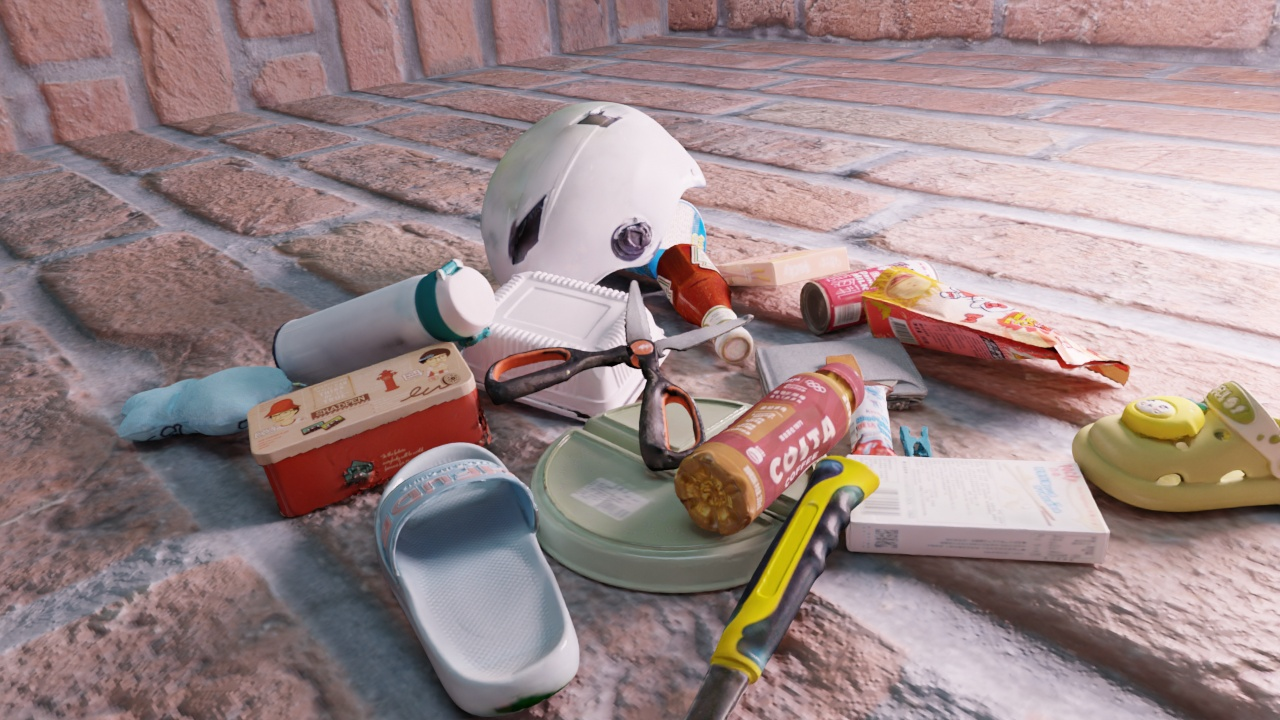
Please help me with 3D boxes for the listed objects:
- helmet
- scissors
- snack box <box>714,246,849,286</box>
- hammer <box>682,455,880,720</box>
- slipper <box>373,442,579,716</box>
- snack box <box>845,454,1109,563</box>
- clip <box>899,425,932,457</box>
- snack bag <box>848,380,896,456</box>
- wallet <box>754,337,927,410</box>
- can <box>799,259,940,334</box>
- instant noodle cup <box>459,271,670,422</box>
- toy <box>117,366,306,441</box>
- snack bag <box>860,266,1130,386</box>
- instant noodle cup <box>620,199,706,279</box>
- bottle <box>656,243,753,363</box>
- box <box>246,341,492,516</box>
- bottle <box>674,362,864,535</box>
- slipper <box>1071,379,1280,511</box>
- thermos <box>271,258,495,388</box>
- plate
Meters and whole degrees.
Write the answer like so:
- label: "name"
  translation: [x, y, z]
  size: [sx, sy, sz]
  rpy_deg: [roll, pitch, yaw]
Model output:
- label: "helmet"
  translation: [-0.075, -0.177, 0.973]
  size: [0.258, 0.146, 0.229]
  rpy_deg: [-47, 30, -14]
- label: "scissors"
  translation: [-0.006, 0.004, 0.720]
  size: [0.230, 0.022, 0.220]
  rpy_deg: [-17, 42, -15]
- label: "snack box"
  translation: [0.145, -0.098, 0.973]
  size: [0.084, 0.026, 0.157]
  rpy_deg: [-13, 7, -16]
- label: "hammer"
  translation: [0.054, 0.151, 0.491]
  size: [0.126, 0.032, 0.322]
  rpy_deg: [10, 34, 28]
- label: "slipper"
  translation: [-0.108, 0.115, 0.569]
  size: [0.104, 0.074, 0.245]
  rpy_deg: [-15, 29, -19]
- label: "snack box"
  translation: [0.216, 0.096, 0.612]
  size: [0.157, 0.027, 0.084]
  rpy_deg: [1, 26, 11]
- label: "clip"
  translation: [0.208, 0.066, 0.693]
  size: [0.046, 0.014, 0.056]
  rpy_deg: [1, 25, 7]
- label: "snack bag"
  translation: [0.175, 0.048, 0.704]
  size: [0.048, 0.026, 0.104]
  rpy_deg: [10, 44, 4]
- label: "wallet"
  translation: [0.169, 0.010, 0.789]
  size: [0.130, 0.037, 0.106]
  rpy_deg: [-4, 25, 1]
- label: "can"
  translation: [0.229, -0.065, 0.914]
  size: [0.132, 0.053, 0.053]
  rpy_deg: [-13, 27, -18]
- label: "instant noodle cup"
  translation: [-0.072, -0.022, 0.819]
  size: [0.174, 0.060, 0.137]
  rpy_deg: [14, 42, 21]
- label: "toy"
  translation: [-0.374, 0.036, 0.801]
  size: [0.156, 0.050, 0.161]
  rpy_deg: [-22, 22, -18]
- label: "snack bag"
  translation: [0.300, -0.025, 0.798]
  size: [0.128, 0.073, 0.208]
  rpy_deg: [10, 10, -43]
- label: "instant noodle cup"
  translation: [0.004, -0.141, 1.069]
  size: [0.099, 0.099, 0.110]
  rpy_deg: [-25, 26, -37]
- label: "bottle"
  translation: [0.065, -0.058, 0.923]
  size: [0.059, 0.060, 0.206]
  rpy_deg: [-9, 30, -9]
- label: "box"
  translation: [-0.208, 0.057, 0.718]
  size: [0.168, 0.078, 0.091]
  rpy_deg: [-19, 30, -16]
- label: "bottle"
  translation: [0.096, 0.052, 0.623]
  size: [0.057, 0.057, 0.174]
  rpy_deg: [16, 33, 36]
- label: "slipper"
  translation: [0.396, 0.050, 0.625]
  size: [0.190, 0.082, 0.091]
  rpy_deg: [0, 23, 3]
- label: "thermos"
  translation: [-0.225, -0.027, 0.806]
  size: [0.225, 0.073, 0.073]
  rpy_deg: [-14, 18, 31]
- label: "plate"
  translation: [0.029, 0.084, 0.666]
  size: [0.230, 0.027, 0.229]
  rpy_deg: [-4, 25, 2]
